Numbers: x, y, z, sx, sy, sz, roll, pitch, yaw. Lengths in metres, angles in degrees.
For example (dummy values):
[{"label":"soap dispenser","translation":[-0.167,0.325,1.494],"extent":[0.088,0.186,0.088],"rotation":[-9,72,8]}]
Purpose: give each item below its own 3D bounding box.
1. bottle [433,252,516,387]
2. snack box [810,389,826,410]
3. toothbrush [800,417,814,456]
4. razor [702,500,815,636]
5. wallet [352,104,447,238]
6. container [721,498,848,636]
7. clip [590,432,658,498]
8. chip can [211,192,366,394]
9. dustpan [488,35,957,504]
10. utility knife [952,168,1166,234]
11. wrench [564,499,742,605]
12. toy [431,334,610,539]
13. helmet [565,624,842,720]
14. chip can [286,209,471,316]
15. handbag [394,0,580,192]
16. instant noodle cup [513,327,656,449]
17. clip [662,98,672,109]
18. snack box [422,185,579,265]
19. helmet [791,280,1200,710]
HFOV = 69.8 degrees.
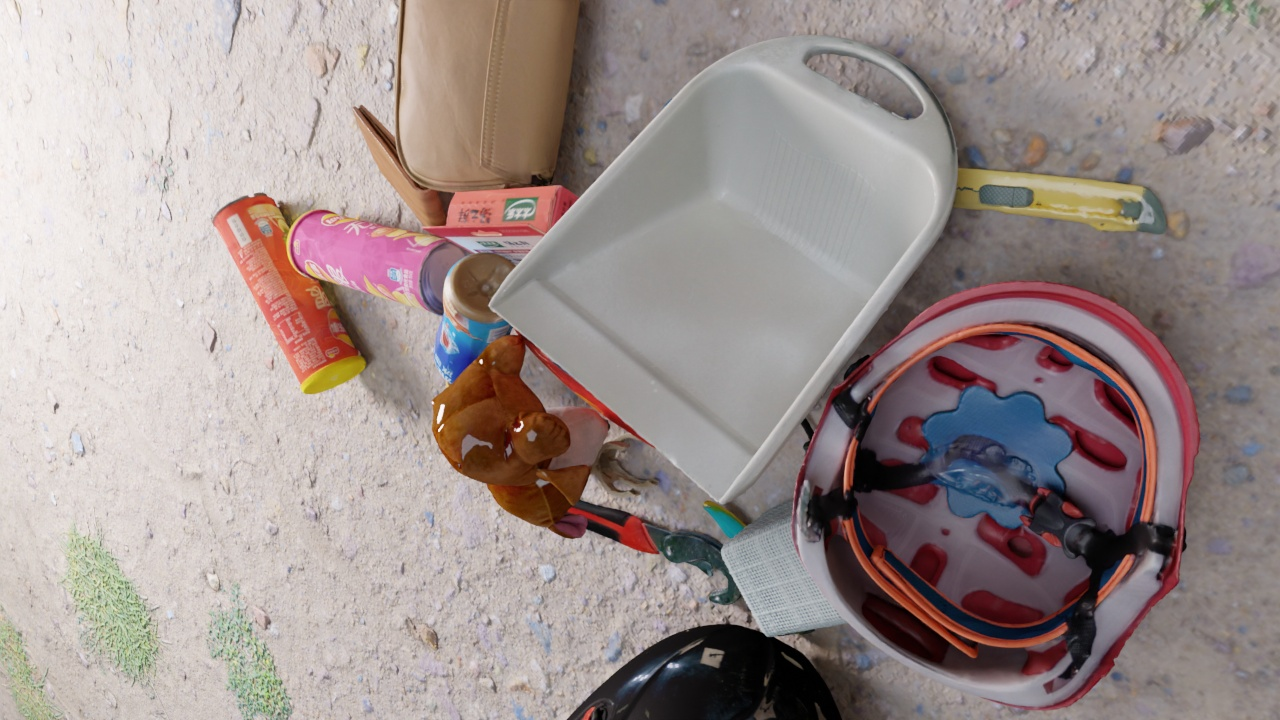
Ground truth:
[{"label":"bottle","translation":[-0.146,-0.018,0.804],"extent":[0.065,0.065,0.219],"rotation":[54,155,9]},{"label":"snack box","translation":[0.079,-0.036,0.685],"extent":[0.157,0.026,0.085],"rotation":[31,112,20]},{"label":"toothbrush","translation":[0.100,0.006,0.707],"extent":[0.189,0.014,0.016],"rotation":[62,153,4]},{"label":"razor","translation":[0.095,0.167,0.752],"extent":[0.132,0.028,0.043],"rotation":[54,158,5]},{"label":"wallet","translation":[-0.216,-0.167,0.837],"extent":[0.115,0.020,0.101],"rotation":[49,165,15]},{"label":"container","translation":[0.132,0.146,0.683],"extent":[0.112,0.089,0.090],"rotation":[-32,85,41]},{"label":"clip","translation":[-0.026,0.103,0.815],"extent":[0.103,0.034,0.092],"rotation":[-34,83,42]},{"label":"chip can","translation":[-0.378,-0.071,0.985],"extent":[0.073,0.073,0.216],"rotation":[-34,85,38]},{"label":"dustpan","translation":[0.066,-0.088,0.583],"extent":[0.223,0.257,0.143],"rotation":[39,148,25]},{"label":"utility knife","translation":[0.225,-0.105,0.583],"extent":[0.197,0.020,0.031],"rotation":[16,112,37]},{"label":"wrench","translation":[-0.026,0.154,0.843],"extent":[0.274,0.016,0.056],"rotation":[16,114,30]},{"label":"toy","translation":[-0.088,0.067,0.750],"extent":[0.200,0.130,0.140],"rotation":[78,167,-56]},{"label":"helmet","translation":[0.051,0.330,0.692],"extent":[0.233,0.274,0.230],"rotation":[40,98,3]},{"label":"chip can","translation":[-0.248,-0.096,0.871],"extent":[0.211,0.071,0.071],"rotation":[16,114,37]},{"label":"handbag","translation":[-0.120,-0.235,0.735],"extent":[0.148,0.099,0.205],"rotation":[22,117,20]},{"label":"instant noodle cup","translation":[-0.004,0.004,0.702],"extent":[0.194,0.194,0.065],"rotation":[32,77,23]},{"label":"clip","translation":[0.017,-0.174,0.704],"extent":[0.058,0.038,0.026],"rotation":[-38,83,36]},{"label":"snack box","translation":[-0.087,-0.103,0.730],"extent":[0.113,0.127,0.044],"rotation":[5,78,34]},{"label":"helmet","translation":[0.216,0.069,0.566],"extent":[0.207,0.143,0.240],"rotation":[28,103,16]}]
